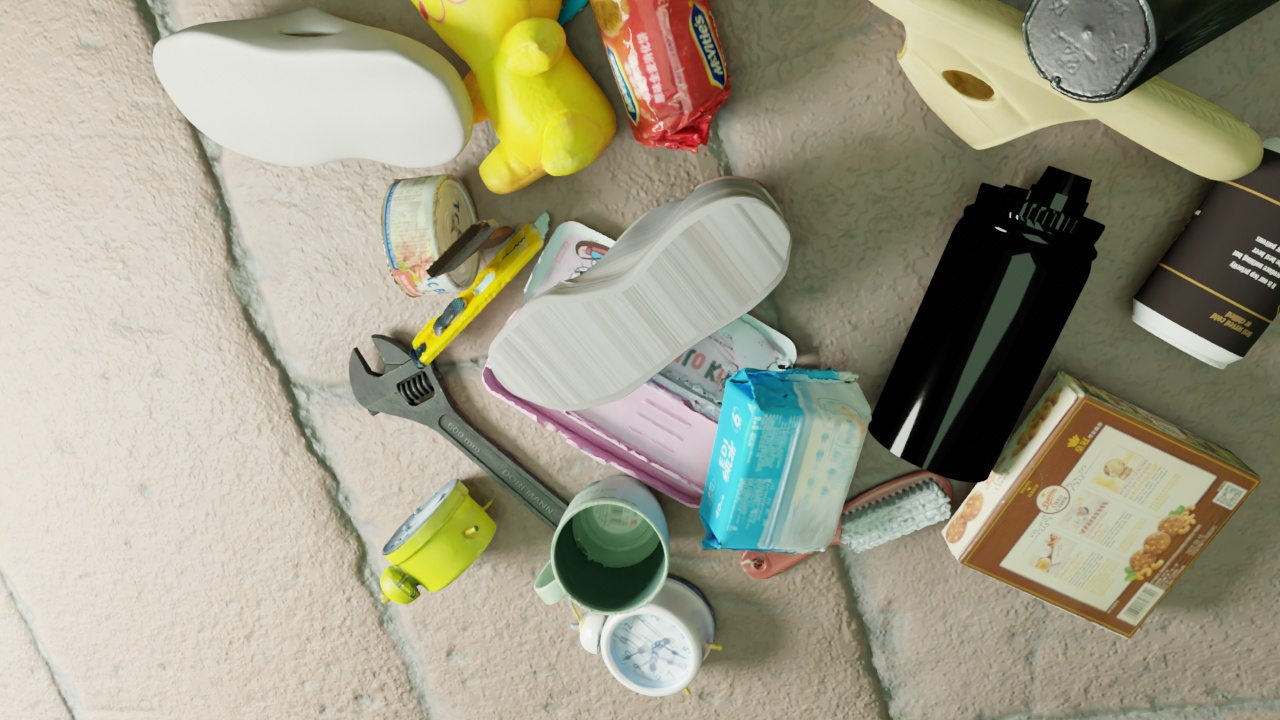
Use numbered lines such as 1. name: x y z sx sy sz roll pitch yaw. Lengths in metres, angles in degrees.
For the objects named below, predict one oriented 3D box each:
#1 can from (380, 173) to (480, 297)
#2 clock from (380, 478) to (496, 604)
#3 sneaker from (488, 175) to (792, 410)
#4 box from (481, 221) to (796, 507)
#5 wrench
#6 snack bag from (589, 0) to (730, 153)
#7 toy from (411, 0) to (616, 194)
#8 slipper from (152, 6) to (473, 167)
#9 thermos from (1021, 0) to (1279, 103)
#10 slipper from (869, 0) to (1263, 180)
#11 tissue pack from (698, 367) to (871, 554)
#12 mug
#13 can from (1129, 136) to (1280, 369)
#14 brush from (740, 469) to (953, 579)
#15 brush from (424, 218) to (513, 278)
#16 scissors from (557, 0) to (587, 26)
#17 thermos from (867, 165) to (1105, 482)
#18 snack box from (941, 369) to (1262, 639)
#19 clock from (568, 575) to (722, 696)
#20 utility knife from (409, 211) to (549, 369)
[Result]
1. can: -0.150 -0.090 0.661 0.043 0.086 0.086 -4 105 12
2. clock: -0.170 0.148 0.739 0.119 0.083 0.057 -39 101 18
3. sneaker: 0.000 -0.049 0.631 0.237 0.089 0.099 -28 108 25
4. box: -0.004 0.004 0.684 0.201 0.037 0.153 30 101 3
5. wrench: -0.123 0.077 0.739 0.273 0.018 0.073 41 102 -3
6. snack bag: 0.009 -0.222 0.585 0.082 0.082 0.176 -13 110 16
7. toy: -0.081 -0.213 0.602 0.135 0.087 0.194 -10 107 58
8. slipper: -0.219 -0.200 0.647 0.266 0.080 0.113 9 143 27
9. thermos: 0.299 -0.212 0.475 0.220 0.098 0.098 -34 98 -19
10. slipper: 0.228 -0.157 0.543 0.261 0.111 0.079 27 118 6
11. tissue pack: 0.099 0.069 0.643 0.092 0.061 0.145 5 111 -16
12. mug: -0.031 0.138 0.684 0.111 0.104 0.084 -38 96 7
13. can: 0.367 -0.065 0.559 0.072 0.071 0.129 29 110 3
14. brush: 0.151 0.130 0.688 0.173 0.030 0.041 -27 99 19
15. brush: -0.107 -0.080 0.623 0.045 0.143 0.008 -42 95 11
16. scissors: -0.014 -0.262 0.619 0.118 0.013 0.140 42 111 -6
17. thermos: 0.226 -0.028 0.594 0.086 0.086 0.199 21 109 6
18. snack box: 0.308 0.100 0.622 0.147 0.041 0.143 24 111 -9
19. clock: 0.000 0.213 0.737 0.125 0.051 0.089 31 111 6
20. utility knife: -0.122 -0.052 0.694 0.159 0.017 0.030 -42 58 11
